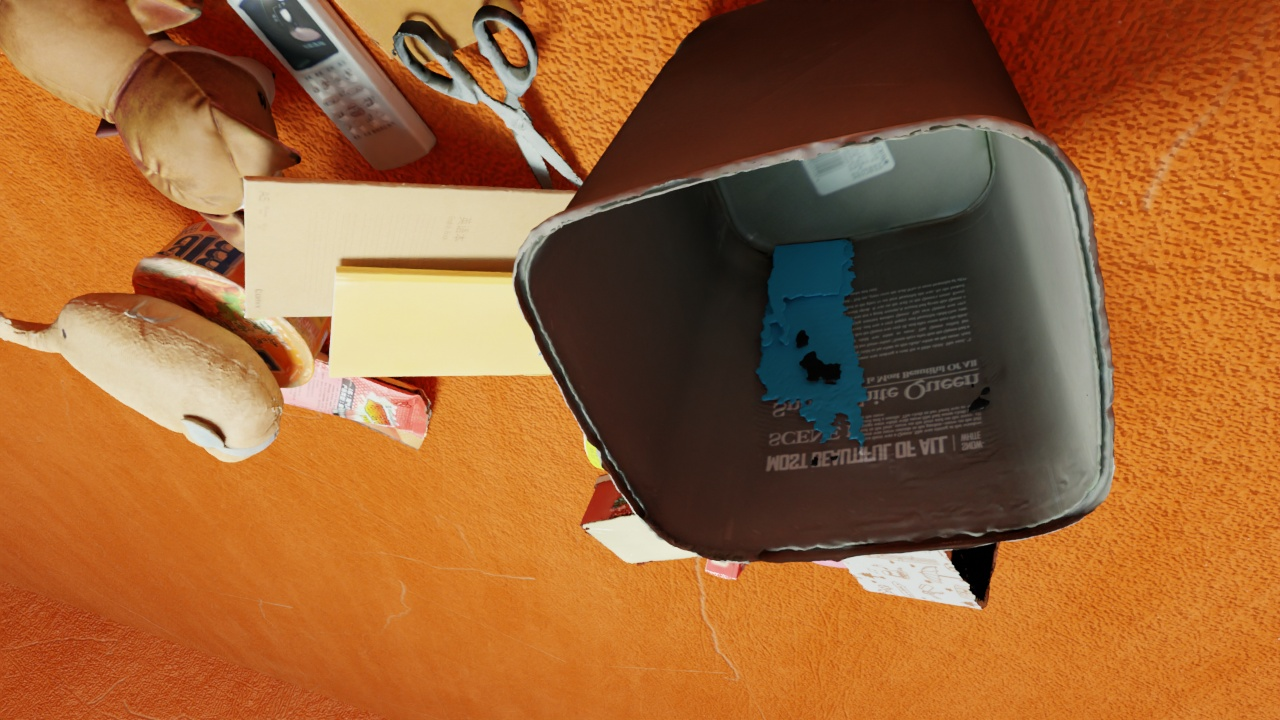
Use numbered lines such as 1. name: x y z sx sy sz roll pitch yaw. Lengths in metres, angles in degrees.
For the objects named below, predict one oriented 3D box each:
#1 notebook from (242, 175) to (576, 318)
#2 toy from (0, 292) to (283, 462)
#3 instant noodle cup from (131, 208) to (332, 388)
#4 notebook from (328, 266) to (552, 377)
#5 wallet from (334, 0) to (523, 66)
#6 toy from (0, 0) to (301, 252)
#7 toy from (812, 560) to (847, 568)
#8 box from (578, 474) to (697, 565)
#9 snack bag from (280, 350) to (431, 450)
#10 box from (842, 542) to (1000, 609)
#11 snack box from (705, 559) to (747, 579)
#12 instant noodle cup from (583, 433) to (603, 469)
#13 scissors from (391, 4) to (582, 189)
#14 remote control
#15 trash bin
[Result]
1. notebook: -0.160 -0.074 0.632 0.211 0.012 0.150 -2 152 -24
2. toy: -0.379 -0.001 0.698 0.226 0.082 0.144 30 137 -8
3. instant noodle cup: -0.307 -0.066 0.740 0.151 0.111 0.152 14 145 10
4. notebook: -0.130 -0.025 0.706 0.206 0.010 0.146 0 150 -20
5. wallet: -0.143 -0.226 0.506 0.108 0.031 0.132 -9 139 37
6. toy: -0.303 -0.173 0.595 0.199 0.130 0.140 48 144 0
7. toy: 0.161 0.136 0.777 0.179 0.074 0.194 -8 157 26
8. box: 0.024 0.156 0.896 0.169 0.077 0.091 -19 128 44
9. snack bag: -0.311 0.026 0.917 0.208 0.073 0.129 21 150 -8
10. box: 0.130 0.045 0.599 0.206 0.180 0.158 0 145 33
11. snack box: 0.081 0.081 0.690 0.025 0.153 0.075 12 -174 16
12. instant noodle cup: 0.024 0.063 0.754 0.123 0.111 0.112 12 145 27
13. scissors: -0.076 -0.151 0.564 0.163 0.014 0.166 22 153 -17
14. remote control: -0.199 -0.187 0.598 0.058 0.021 0.150 -7 137 35
15. trash bin: 0.084 -0.054 0.416 0.199 0.219 0.199 -10 127 22
